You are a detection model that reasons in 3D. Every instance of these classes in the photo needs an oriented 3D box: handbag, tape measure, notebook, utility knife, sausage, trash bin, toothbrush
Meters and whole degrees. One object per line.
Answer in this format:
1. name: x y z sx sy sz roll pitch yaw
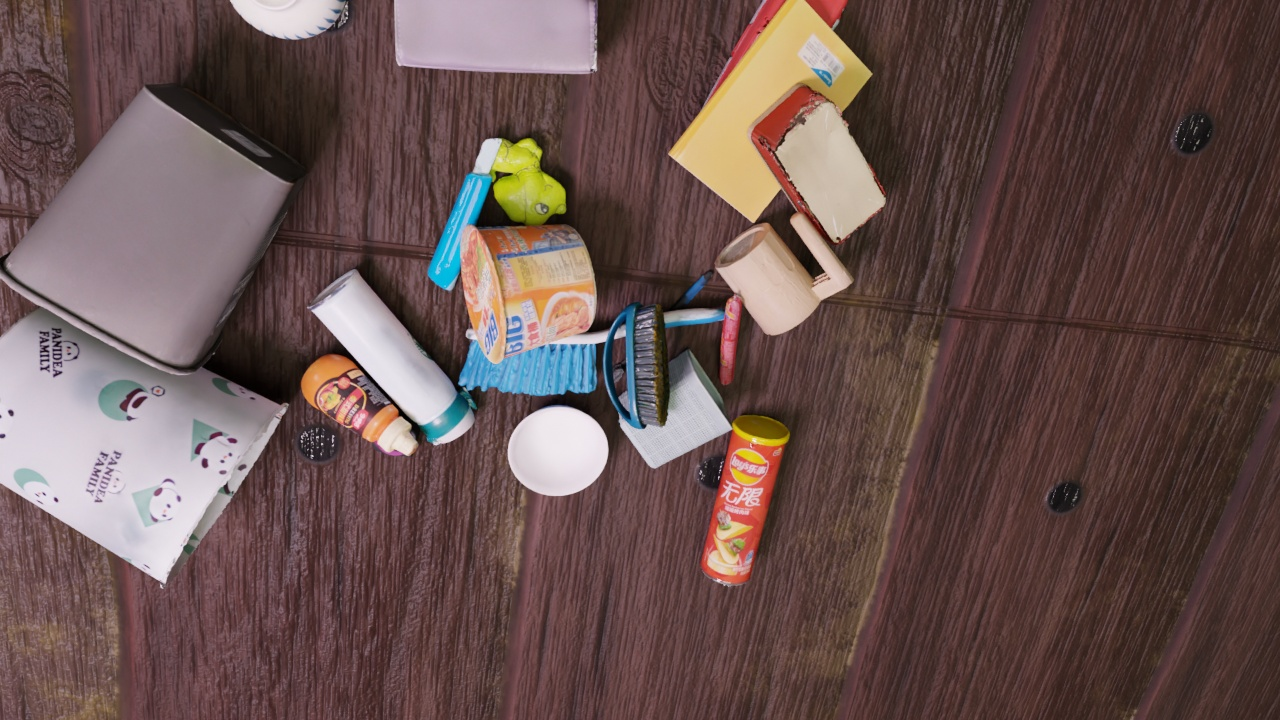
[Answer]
1. handbag: -0.141 -0.361 0.906 0.197 0.098 0.145 1 113 -7
2. tape measure: -0.293 0.084 1.099 0.057 0.039 0.058 9 117 -4
3. notebook: 0.142 -0.265 0.986 0.145 0.010 0.206 30 105 -37
4. utility knife: -0.192 -0.162 1.012 0.034 0.018 0.186 22 115 -11
5. sausage: 0.106 -0.023 1.089 0.020 0.020 0.156 -5 137 -5
6. trash bin: -0.462 -0.137 0.913 0.198 0.199 0.220 35 97 -20
7. trash bin: -0.550 0.078 0.974 0.252 0.229 0.230 33 104 -12
8. toothbrush: 0.021 -0.037 1.103 0.014 0.016 0.190 41 101 -16

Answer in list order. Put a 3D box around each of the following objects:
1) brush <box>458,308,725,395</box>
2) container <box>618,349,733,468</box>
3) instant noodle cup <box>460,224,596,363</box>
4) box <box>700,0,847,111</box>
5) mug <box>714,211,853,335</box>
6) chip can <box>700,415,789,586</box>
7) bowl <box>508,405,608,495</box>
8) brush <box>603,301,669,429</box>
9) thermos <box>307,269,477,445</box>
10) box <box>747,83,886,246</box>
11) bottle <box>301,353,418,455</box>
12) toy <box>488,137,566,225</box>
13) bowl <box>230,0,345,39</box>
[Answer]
1. brush: -0.053 -0.014 1.076 0.314 0.060 0.109 3 100 -5
2. container: 0.038 0.062 1.107 0.111 0.090 0.090 -32 112 9
3. instant noodle cup: -0.121 -0.081 0.995 0.111 0.151 0.151 -12 114 -23
4. box: 0.143 -0.324 0.993 0.087 0.047 0.201 26 107 -19
5. mug: 0.162 -0.102 1.048 0.125 0.084 0.103 -28 114 34
6. chip can: 0.130 0.179 1.174 0.073 0.073 0.217 8 111 -11
7. bowl: -0.101 0.097 1.114 0.118 0.064 0.118 -3 113 -7
8. brush: -0.006 0.006 1.033 0.074 0.055 0.144 -1 93 17
9. thermos: -0.276 0.001 1.054 0.073 0.073 0.224 -34 112 7
10. box: 0.200 -0.208 0.995 0.091 0.077 0.168 -41 130 5
11. bottle: -0.314 0.057 1.047 0.149 0.066 0.067 38 104 6
12. toy: -0.130 -0.194 1.011 0.097 0.031 0.100 1 110 0
13. bowl: -0.350 -0.372 0.891 0.116 0.066 0.116 -2 112 -6
